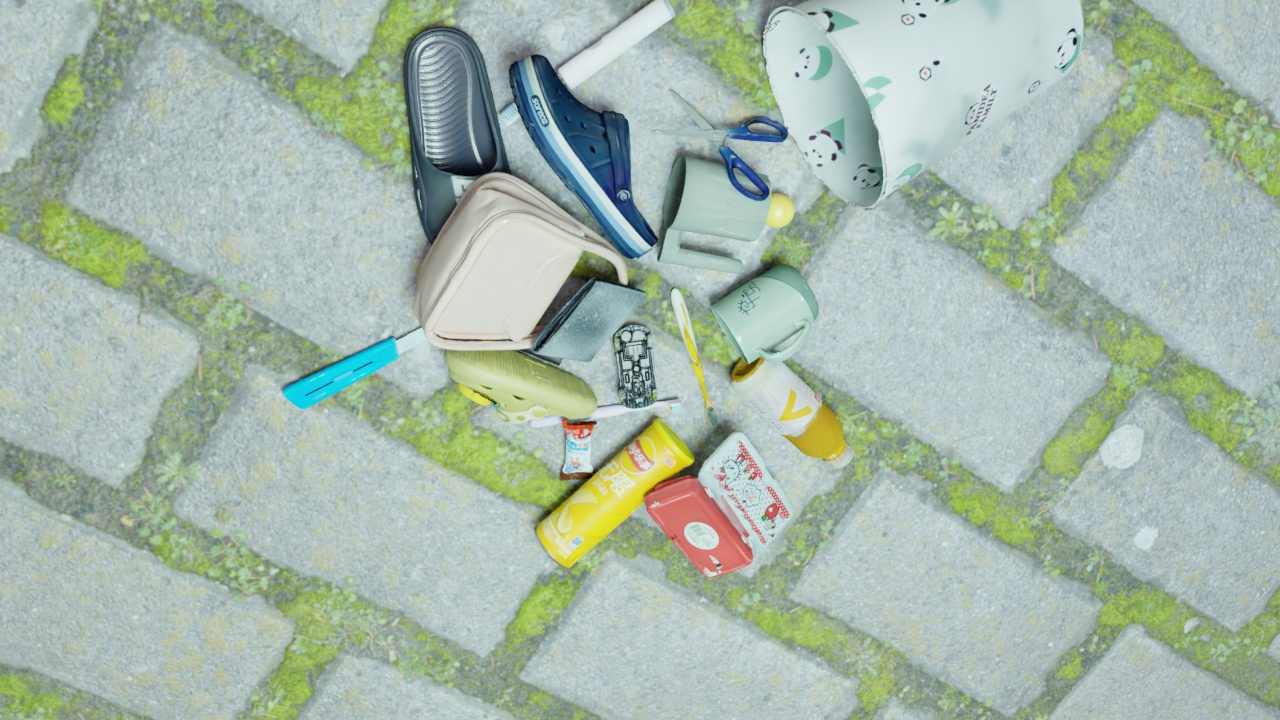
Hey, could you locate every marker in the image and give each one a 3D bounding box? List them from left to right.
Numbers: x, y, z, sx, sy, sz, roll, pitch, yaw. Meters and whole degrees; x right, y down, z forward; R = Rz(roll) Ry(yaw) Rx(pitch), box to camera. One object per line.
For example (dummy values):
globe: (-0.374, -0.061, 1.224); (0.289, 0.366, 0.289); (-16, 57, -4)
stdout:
marker: (-0.153, -0.026, 1.092); (0.132, 0.022, 0.020); (24, 66, -15)

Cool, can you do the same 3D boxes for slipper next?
slipper: (-0.200, -0.220, 0.990); (0.110, 0.083, 0.268); (-9, 108, -4)
slipper: (-0.145, 0.039, 1.081); (0.190, 0.091, 0.082); (20, 106, -18)
slipper: (-0.045, -0.220, 0.988); (0.095, 0.105, 0.253); (-32, 120, 6)

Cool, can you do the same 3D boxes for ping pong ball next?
ping pong ball: (0.161, -0.176, 1.077); (0.040, 0.040, 0.040); (-3, 108, -8)

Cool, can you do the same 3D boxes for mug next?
mug: (0.082, -0.164, 1.050); (0.103, 0.083, 0.124); (8, 110, -13)
mug: (0.156, -0.049, 1.083); (0.106, 0.111, 0.082); (-31, 140, 0)

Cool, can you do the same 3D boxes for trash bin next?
trash bin: (0.295, -0.318, 0.963); (0.252, 0.229, 0.229); (-30, 110, -4)

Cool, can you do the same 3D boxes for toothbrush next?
toothbrush: (-0.060, -0.324, 1.004); (0.221, 0.026, 0.026); (-34, 115, 4)
toothbrush: (-0.043, 0.067, 1.141); (0.189, 0.029, 0.021); (-7, 69, -4)
toothbrush: (0.068, 0.000, 1.134); (0.016, 0.018, 0.191); (-19, 110, -4)

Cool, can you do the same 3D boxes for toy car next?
toy car: (-0.007, 0.007, 1.118); (0.049, 0.031, 0.105); (-7, 103, -8)

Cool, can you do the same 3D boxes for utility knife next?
utility knife: (-0.328, 0.005, 1.079); (0.191, 0.018, 0.034); (-27, 109, 0)

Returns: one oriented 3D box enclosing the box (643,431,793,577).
box: (0.107, 0.191, 1.159); (0.161, 0.060, 0.201); (-35, 132, 2)

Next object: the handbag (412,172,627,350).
handbag: (-0.116, -0.088, 1.020); (0.234, 0.093, 0.194); (14, 128, -35)

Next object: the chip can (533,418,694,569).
chip can: (-0.034, 0.166, 1.148); (0.213, 0.072, 0.072); (-41, 109, 7)

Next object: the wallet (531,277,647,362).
wallet: (-0.057, -0.045, 1.058); (0.121, 0.019, 0.097); (-46, 150, 23)

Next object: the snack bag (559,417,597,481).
snack bag: (-0.077, 0.110, 1.139); (0.045, 0.026, 0.105); (-4, 128, -11)

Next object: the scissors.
scissors: (0.096, -0.243, 1.023); (0.175, 0.012, 0.162); (-12, 67, -25)

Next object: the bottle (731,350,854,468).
bottle: (0.195, 0.065, 1.148); (0.068, 0.068, 0.189); (-45, 109, 7)
